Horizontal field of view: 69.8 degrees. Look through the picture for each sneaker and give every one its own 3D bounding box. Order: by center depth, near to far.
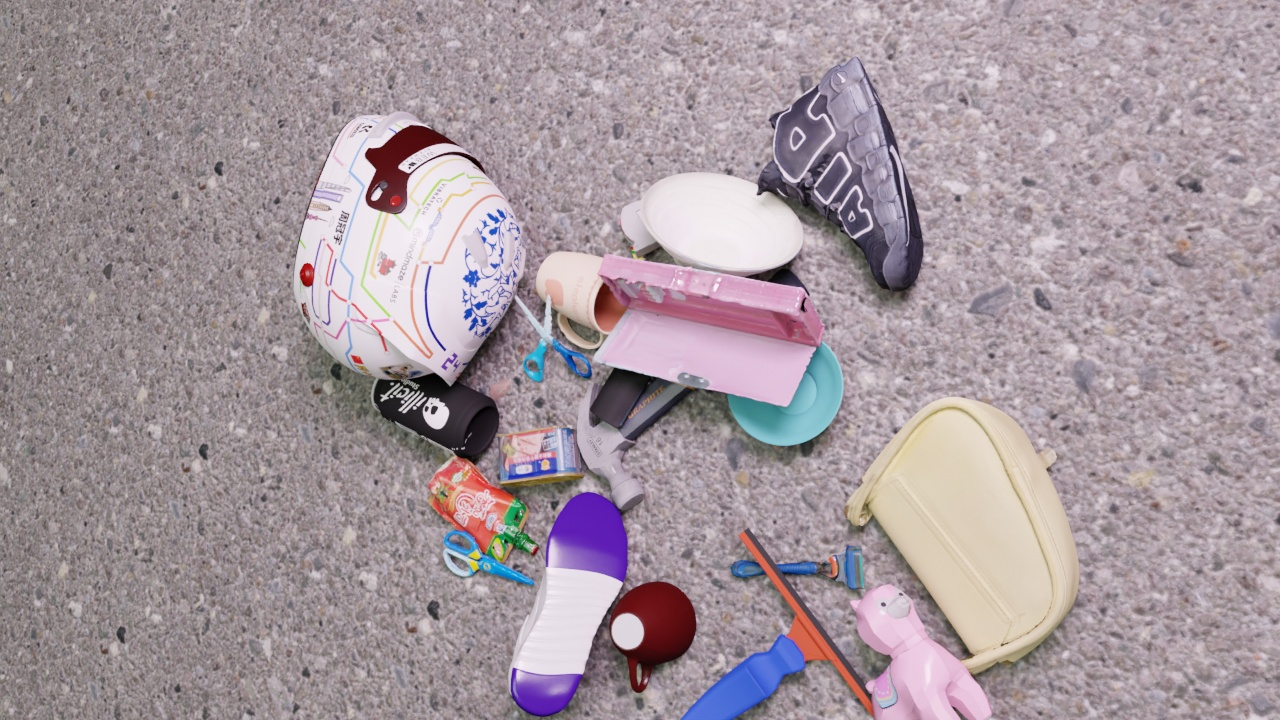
[{"bbox_3d":[0.197,-0.179,0.960,0.151,0.097,0.252,-18,74,25],"label":"sneaker"},{"bbox_3d":[-0.082,0.271,1.013,0.092,0.111,0.243,21,62,-3],"label":"sneaker"}]

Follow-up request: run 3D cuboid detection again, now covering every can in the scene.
[{"bbox_3d":[-0.117,0.112,1.066,0.100,0.054,0.059,-10,76,21],"label":"can"},{"bbox_3d":[-0.249,0.058,1.115,0.146,0.080,0.080,23,91,24],"label":"can"}]

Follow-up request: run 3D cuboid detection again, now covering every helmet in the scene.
[{"bbox_3d":[-0.252,-0.128,1.063,0.236,0.231,0.314,12,77,14],"label":"helmet"}]

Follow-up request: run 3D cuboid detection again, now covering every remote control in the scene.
[{"bbox_3d":[-0.006,0.006,1.021,0.045,0.021,0.140,31,89,30],"label":"remote control"}]

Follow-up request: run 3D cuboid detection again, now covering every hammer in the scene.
[{"bbox_3d":[0.059,0.018,1.017,0.313,0.035,0.139,-40,66,12],"label":"hammer"}]

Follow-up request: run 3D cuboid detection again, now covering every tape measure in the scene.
[{"bbox_3d":[0.009,-0.158,1.062,0.060,0.020,0.062,-27,71,-1],"label":"tape measure"}]

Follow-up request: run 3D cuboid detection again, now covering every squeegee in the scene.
[{"bbox_3d":[0.112,0.328,0.933,0.185,0.055,0.249,-36,78,-1],"label":"squeegee"}]

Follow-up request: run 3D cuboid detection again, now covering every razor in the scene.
[{"bbox_3d":[0.161,0.214,0.951,0.141,0.018,0.043,-6,77,26],"label":"razor"}]

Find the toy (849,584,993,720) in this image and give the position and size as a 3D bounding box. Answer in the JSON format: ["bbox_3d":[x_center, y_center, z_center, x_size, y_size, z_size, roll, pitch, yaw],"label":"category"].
[{"bbox_3d":[0.249,0.292,0.855,0.157,0.067,0.124,53,142,29],"label":"toy"}]

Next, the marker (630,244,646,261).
[{"bbox_3d":[0.009,-0.081,1.063,0.014,0.014,0.132,-19,75,19],"label":"marker"}]

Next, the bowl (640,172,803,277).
[{"bbox_3d":[0.083,-0.131,0.991,0.177,0.176,0.058,36,138,24],"label":"bowl"}]

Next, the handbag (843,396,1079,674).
[{"bbox_3d":[0.315,0.160,0.866,0.191,0.088,0.232,-43,68,28],"label":"handbag"}]

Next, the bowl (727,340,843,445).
[{"bbox_3d":[0.156,0.030,0.965,0.121,0.046,0.121,-4,80,22],"label":"bowl"}]

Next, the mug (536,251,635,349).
[{"bbox_3d":[-0.065,-0.069,1.064,0.104,0.085,0.112,24,121,34],"label":"mug"}]

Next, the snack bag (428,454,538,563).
[{"bbox_3d":[-0.183,0.183,1.096,0.155,0.044,0.087,34,109,17],"label":"snack bag"}]

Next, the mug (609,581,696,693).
[{"bbox_3d":[0.002,0.294,0.967,0.087,0.088,0.114,5,84,23],"label":"mug"}]

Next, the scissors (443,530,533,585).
[{"bbox_3d":[-0.181,0.241,1.089,0.126,0.023,0.061,19,111,23],"label":"scissors"}]

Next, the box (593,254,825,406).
[{"bbox_3d":[0.057,-0.026,0.939,0.233,0.099,0.112,14,73,28],"label":"box"}]

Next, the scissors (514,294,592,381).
[{"bbox_3d":[-0.099,-0.023,1.070,0.116,0.014,0.131,17,126,16],"label":"scissors"}]
